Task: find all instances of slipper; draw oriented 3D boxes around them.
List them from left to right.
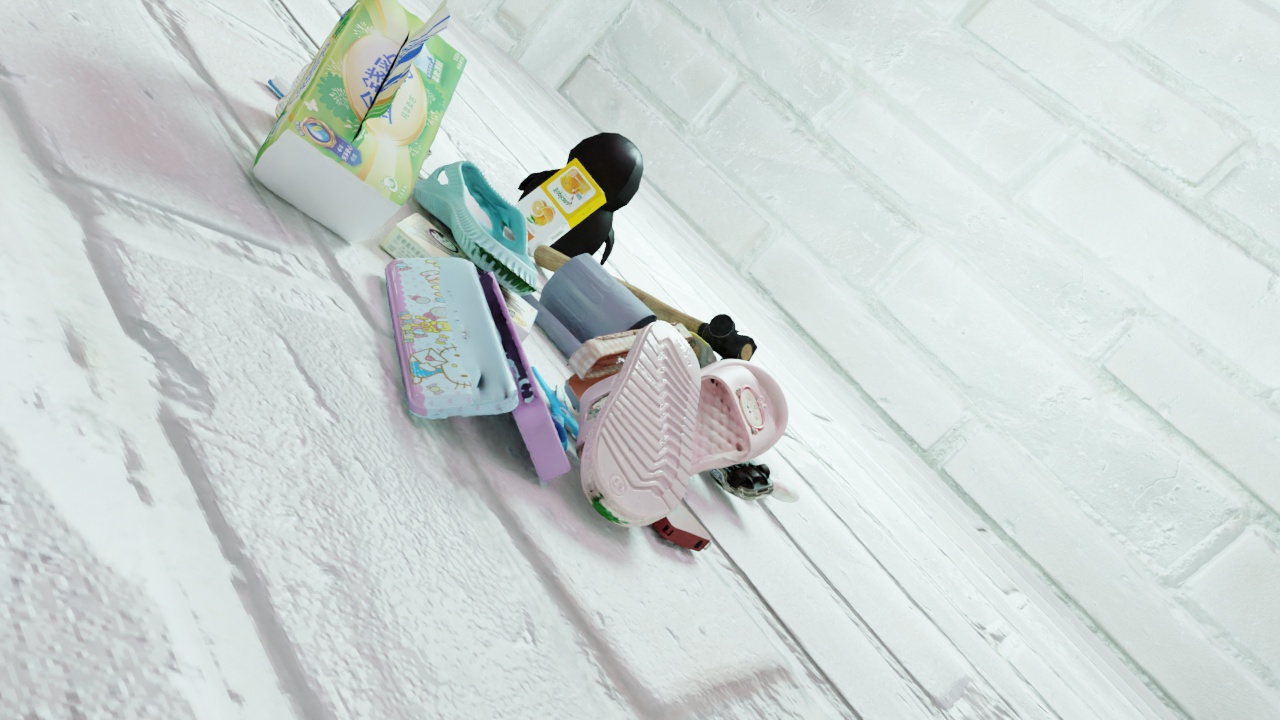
[{"bbox_3d":[-0.155,-0.140,0.917,0.116,0.069,0.276,42,1,-32],"label":"slipper"},{"bbox_3d":[-0.005,0.055,0.758,0.094,0.065,0.238,48,31,-17],"label":"slipper"},{"bbox_3d":[0.077,0.056,0.908,0.221,0.056,0.107,-16,86,-46],"label":"slipper"}]

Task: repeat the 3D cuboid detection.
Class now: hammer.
[{"bbox_3d":[-0.003,-0.069,1.079,0.306,0.040,0.132,27,-9,28],"label":"hammer"}]

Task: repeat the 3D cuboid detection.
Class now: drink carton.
[{"bbox_3d":[-0.110,-0.190,1.158,0.058,0.122,0.040,52,-2,6],"label":"drink carton"}]

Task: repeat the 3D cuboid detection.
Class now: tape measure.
[{"bbox_3d":[0.027,0.133,0.759,0.059,0.019,0.051,30,15,-44],"label":"tape measure"}]

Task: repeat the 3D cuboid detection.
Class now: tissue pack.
[{"bbox_3d":[-0.205,-0.213,0.733,0.120,0.142,0.197,29,52,-34],"label":"tissue pack"}]

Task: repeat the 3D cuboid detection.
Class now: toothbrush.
[{"bbox_3d":[-0.311,-0.224,0.909,0.166,0.014,0.016,45,13,7],"label":"toothbrush"}]

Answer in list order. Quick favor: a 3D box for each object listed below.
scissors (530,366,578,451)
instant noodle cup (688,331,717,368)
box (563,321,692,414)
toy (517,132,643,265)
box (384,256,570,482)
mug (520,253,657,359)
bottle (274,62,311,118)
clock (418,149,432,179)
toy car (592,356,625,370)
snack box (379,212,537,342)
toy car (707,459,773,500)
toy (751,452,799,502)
[{"bbox_3d":[-0.071,0.045,0.766,0.113,0.013,0.140,27,23,-53],"label":"scissors"},{"bbox_3d":[0.051,0.026,1.025,0.102,0.102,0.108,49,6,24],"label":"instant noodle cup"},{"bbox_3d":[-0.004,0.004,0.862,0.186,0.055,0.076,-15,101,-58],"label":"box"},{"bbox_3d":[-0.075,-0.224,1.231,0.159,0.184,0.140,43,14,2],"label":"toy"},{"bbox_3d":[-0.121,-0.008,0.692,0.140,0.062,0.214,30,18,-34],"label":"box"},{"bbox_3d":[-0.059,-0.047,0.979,0.104,0.084,0.123,45,40,14],"label":"mug"},{"bbox_3d":[-0.286,-0.249,0.847,0.063,0.109,0.063,38,11,-9],"label":"bottle"},{"bbox_3d":[-0.279,-0.238,0.963,0.093,0.054,0.140,45,6,13],"label":"clock"},{"bbox_3d":[-0.008,0.033,0.924,0.092,0.040,0.037,37,16,-23],"label":"toy car"},{"bbox_3d":[-0.162,-0.073,0.840,0.150,0.026,0.082,39,12,-12],"label":"snack box"},{"bbox_3d":[0.093,0.113,0.972,0.048,0.041,0.113,-7,32,-34],"label":"toy car"},{"bbox_3d":[0.136,0.124,1.072,0.076,0.037,0.125,32,14,-26],"label":"toy"}]
